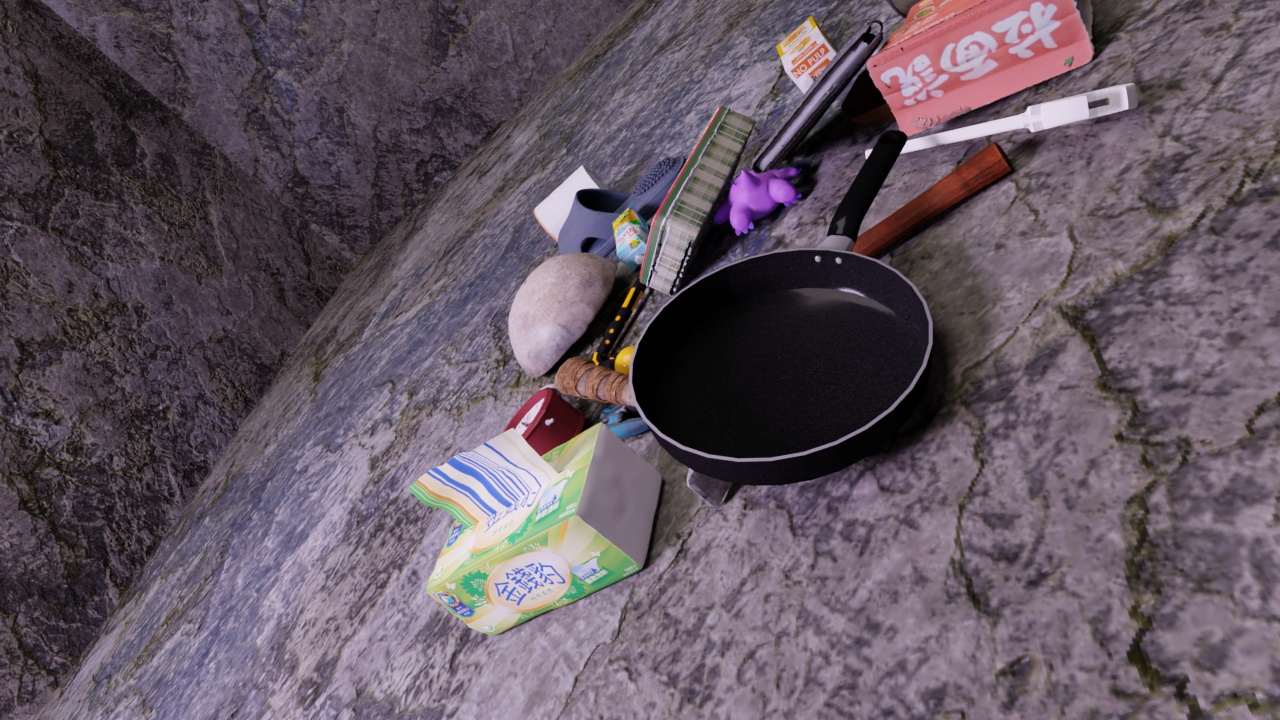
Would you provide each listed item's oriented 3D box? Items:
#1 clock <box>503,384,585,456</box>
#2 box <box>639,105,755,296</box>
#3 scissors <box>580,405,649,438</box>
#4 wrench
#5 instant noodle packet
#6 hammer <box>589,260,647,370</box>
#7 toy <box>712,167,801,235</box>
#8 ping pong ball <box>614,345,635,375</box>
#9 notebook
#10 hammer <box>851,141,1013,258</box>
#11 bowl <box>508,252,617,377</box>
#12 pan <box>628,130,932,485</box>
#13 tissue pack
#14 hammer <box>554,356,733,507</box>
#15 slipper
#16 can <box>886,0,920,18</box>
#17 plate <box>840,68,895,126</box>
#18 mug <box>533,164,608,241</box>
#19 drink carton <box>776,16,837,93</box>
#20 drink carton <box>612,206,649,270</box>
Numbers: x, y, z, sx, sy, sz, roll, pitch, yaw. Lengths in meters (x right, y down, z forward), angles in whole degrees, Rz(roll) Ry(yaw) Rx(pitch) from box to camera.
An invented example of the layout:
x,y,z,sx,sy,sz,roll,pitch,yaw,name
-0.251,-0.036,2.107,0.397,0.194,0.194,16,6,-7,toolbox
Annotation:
x,y,z,sx,sy,sz,roll,pitch,yaw,name
-0.105,0.073,0.943,0.096,0.048,0.137,-49,17,7,clock
0.062,-0.177,1.012,0.205,0.050,0.118,-62,-3,-31,box
-0.023,0.061,0.871,0.126,0.019,0.144,-47,20,2,scissors
0.266,-0.182,0.727,0.066,0.018,0.273,-17,10,-19,wrench
0.302,-0.314,0.809,0.165,0.084,0.220,-19,33,36,instant noodle packet
0.006,-0.100,1.070,0.123,0.036,0.319,-16,40,54,hammer
0.118,-0.176,0.959,0.106,0.056,0.088,-31,13,9,toy
-0.005,0.005,0.901,0.040,0.040,0.040,-38,24,20,ping pong ball
0.181,-0.263,0.910,0.170,0.029,0.208,-51,2,22,notebook
0.164,-0.079,0.757,0.301,0.028,0.110,-34,25,28,hammer
-0.112,-0.071,1.140,0.179,0.081,0.178,-47,19,22,bowl
0.130,-0.052,0.667,0.204,0.044,0.354,10,50,33,pan
-0.102,0.123,0.746,0.198,0.141,0.120,-35,25,27,tissue pack
0.005,0.033,0.795,0.121,0.049,0.319,-56,29,-12,hammer
-0.050,-0.211,1.288,0.264,0.082,0.101,-36,27,24,slipper
0.305,-0.439,1.016,0.075,0.090,0.089,-29,28,37,can
0.262,-0.281,0.915,0.131,0.025,0.131,-39,24,20,plate
-0.100,-0.237,1.417,0.105,0.082,0.082,-41,23,13,mug
0.212,-0.385,1.157,0.059,0.040,0.122,-37,24,23,drink carton
-0.011,-0.158,1.184,0.044,0.038,0.128,-41,23,15,drink carton
